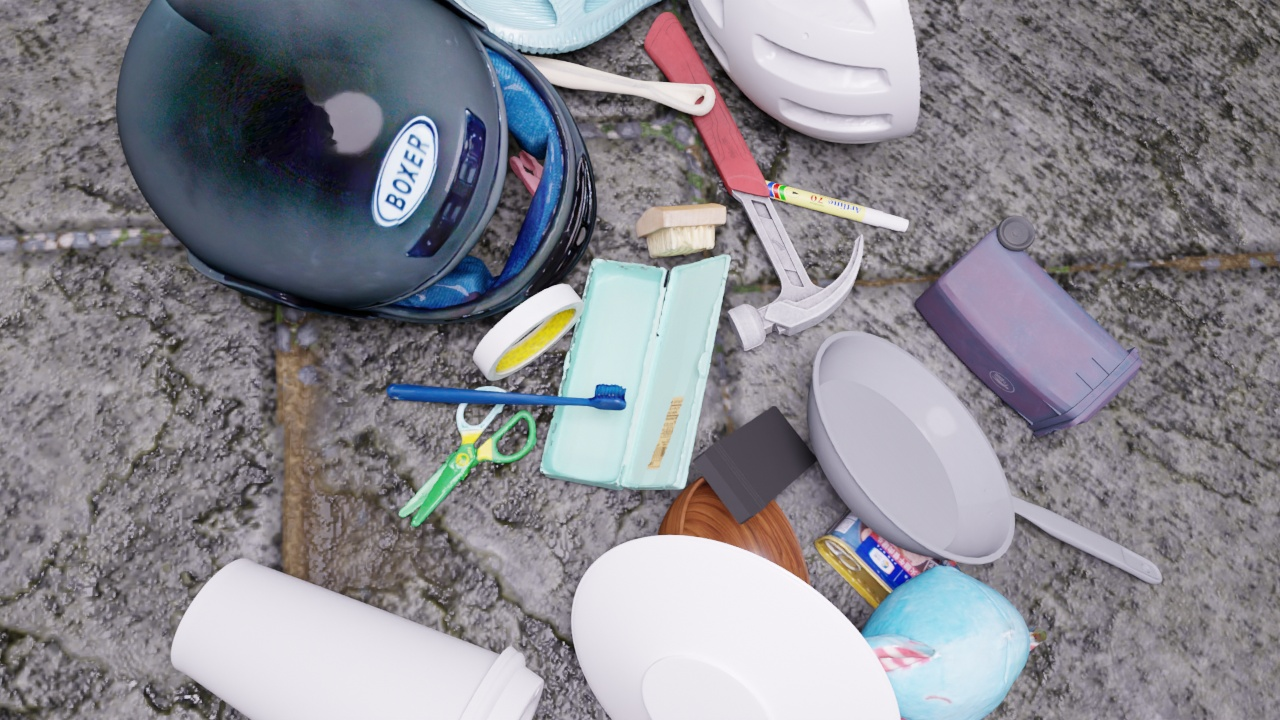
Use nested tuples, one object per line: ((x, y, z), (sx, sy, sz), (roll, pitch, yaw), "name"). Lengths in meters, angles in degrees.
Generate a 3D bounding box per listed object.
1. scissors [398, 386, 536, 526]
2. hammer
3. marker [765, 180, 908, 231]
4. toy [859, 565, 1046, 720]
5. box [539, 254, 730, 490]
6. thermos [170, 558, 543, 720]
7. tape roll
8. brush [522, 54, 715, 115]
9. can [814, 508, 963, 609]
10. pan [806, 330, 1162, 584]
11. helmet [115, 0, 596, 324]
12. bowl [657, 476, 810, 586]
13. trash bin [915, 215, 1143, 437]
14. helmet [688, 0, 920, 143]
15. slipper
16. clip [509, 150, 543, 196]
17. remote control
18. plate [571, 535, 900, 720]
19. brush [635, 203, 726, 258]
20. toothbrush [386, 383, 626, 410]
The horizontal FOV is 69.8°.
((-0.142, 0.073, 0.707), (0.130, 0.014, 0.071), (-41, 82, -18), "scissors")
((0.083, -0.171, 0.792), (0.126, 0.036, 0.315), (-24, 74, 0), "hammer")
((0.172, -0.136, 0.811), (0.132, 0.014, 0.014), (14, 72, -3), "marker")
((0.176, 0.216, 0.617), (0.183, 0.181, 0.114), (7, 52, -37), "toy")
((0.000, 0.008, 0.711), (0.138, 0.057, 0.186), (4, 71, 28), "box")
((-0.188, 0.216, 0.607), (0.222, 0.132, 0.131), (24, 71, 8), "thermos")
((-0.085, -0.021, 0.700), (0.094, 0.094, 0.019), (-37, 82, -16), "tape roll")
((-0.071, -0.240, 0.772), (0.272, 0.077, 0.062), (8, 85, -2), "brush")
((0.191, 0.153, 0.706), (0.100, 0.054, 0.059), (44, 72, 6), "can")
((0.266, 0.103, 0.715), (0.356, 0.051, 0.200), (31, 40, -17), "pan")
((-0.190, -0.143, 0.626), (0.316, 0.235, 0.249), (25, 95, 1), "helmet")
((0.054, 0.160, 0.668), (0.147, 0.069, 0.147), (28, 48, -37), "bowl")
((0.319, -0.024, 0.756), (0.092, 0.094, 0.161), (-41, 81, -7), "trash bin")
((0.143, -0.300, 0.752), (0.184, 0.224, 0.282), (-36, 76, 8), "helmet")
((-0.041, -0.335, 0.777), (0.116, 0.070, 0.275), (42, 54, 14), "slipper")
((-0.083, -0.155, 0.780), (0.044, 0.023, 0.060), (-16, 78, -17), "clip")
((0.090, 0.076, 0.692), (0.058, 0.013, 0.133), (54, 32, 10), "remote control")
((0.047, 0.216, 0.587), (0.229, 0.230, 0.030), (40, 38, 5), "plate")
((0.031, -0.104, 0.736), (0.049, 0.117, 0.039), (-4, 92, -11), "brush")
((-0.102, 0.025, 0.695), (0.190, 0.016, 0.017), (2, 59, 13), "toothbrush")
